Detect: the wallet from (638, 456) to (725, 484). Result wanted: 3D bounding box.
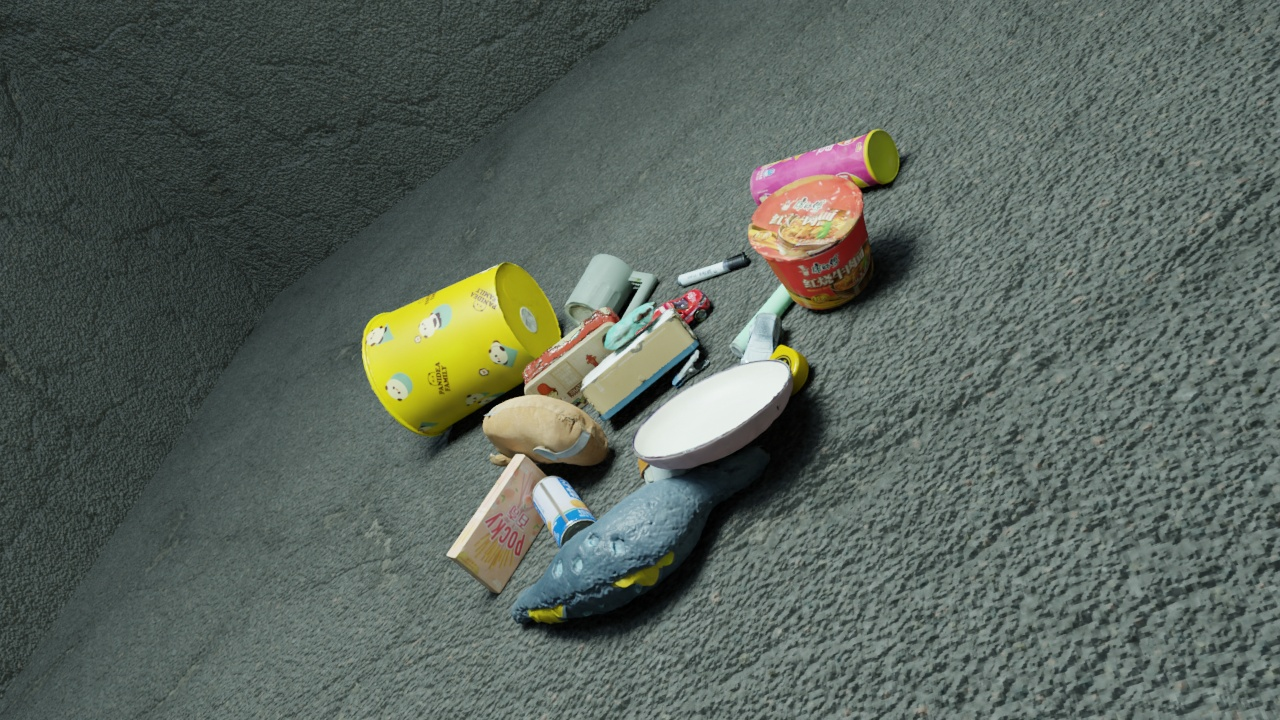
[{"bbox_3d":[0.041,0.101,1.085,0.107,0.037,0.129,-36,27,12],"label":"wallet"}]

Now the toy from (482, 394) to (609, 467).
[{"bbox_3d":[-0.147,0.101,1.221,0.227,0.143,0.082,-10,46,48],"label":"toy"}]

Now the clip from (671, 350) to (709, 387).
[{"bbox_3d":[0.063,0.012,1.204,0.057,0.029,0.024,-40,21,19],"label":"clip"}]

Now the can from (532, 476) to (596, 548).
[{"bbox_3d":[-0.091,0.189,1.116,0.053,0.053,0.134,-45,27,-4],"label":"can"}]

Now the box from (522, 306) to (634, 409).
[{"bbox_3d":[-0.088,0.001,1.341,0.168,0.091,0.076,-38,31,10],"label":"box"}]

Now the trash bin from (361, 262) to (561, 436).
[{"bbox_3d":[-0.285,-0.026,1.521,0.256,0.229,0.229,-25,31,20],"label":"trash bin"}]

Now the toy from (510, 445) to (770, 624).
[{"bbox_3d":[-0.013,0.199,0.976,0.357,0.091,0.137,-36,0,11],"label":"toy"}]

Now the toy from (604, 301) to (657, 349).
[{"bbox_3d":[-0.014,-0.047,1.234,0.092,0.030,0.096,-42,1,8],"label":"toy"}]

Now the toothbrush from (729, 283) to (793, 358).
[{"bbox_3d":[0.191,-0.091,1.170,0.026,0.027,0.224,35,77,26],"label":"toothbrush"}]

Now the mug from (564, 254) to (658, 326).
[{"bbox_3d":[-0.047,-0.102,1.463,0.124,0.084,0.103,12,57,29],"label":"mug"}]

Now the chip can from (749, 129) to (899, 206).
[{"bbox_3d":[0.252,-0.261,1.283,0.211,0.071,0.071,-6,45,50],"label":"chip can"}]

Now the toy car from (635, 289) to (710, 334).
[{"bbox_3d":[0.044,-0.057,1.300,0.120,0.045,0.053,-39,29,4],"label":"toy car"}]

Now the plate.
[{"bbox_3d":[0.083,0.064,0.998,0.192,0.039,0.192,-27,15,8],"label":"plate"}]

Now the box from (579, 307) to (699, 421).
[{"bbox_3d":[-0.007,0.007,1.241,0.184,0.059,0.089,-41,9,10],"label":"box"}]

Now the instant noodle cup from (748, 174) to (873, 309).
[{"bbox_3d":[0.211,-0.136,1.093,0.138,0.108,0.137,-18,45,19],"label":"instant noodle cup"}]

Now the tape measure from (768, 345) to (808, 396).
[{"bbox_3d":[0.166,0.016,1.046,0.060,0.029,0.057,-62,32,1],"label":"tape measure"}]

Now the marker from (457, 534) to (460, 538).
[{"bbox_3d":[-0.197,0.226,1.243,0.132,0.020,0.022,-26,34,30],"label":"marker"}]

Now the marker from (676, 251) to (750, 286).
[{"bbox_3d":[0.106,-0.134,1.353,0.131,0.022,0.018,-14,-5,42],"label":"marker"}]

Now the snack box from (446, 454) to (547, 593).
[{"bbox_3d":[-0.168,0.206,1.163,0.026,0.084,0.157,-1,49,49],"label":"snack box"}]

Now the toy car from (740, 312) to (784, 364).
[{"bbox_3d":[0.147,-0.021,1.104,0.043,0.034,0.090,9,49,14],"label":"toy car"}]
